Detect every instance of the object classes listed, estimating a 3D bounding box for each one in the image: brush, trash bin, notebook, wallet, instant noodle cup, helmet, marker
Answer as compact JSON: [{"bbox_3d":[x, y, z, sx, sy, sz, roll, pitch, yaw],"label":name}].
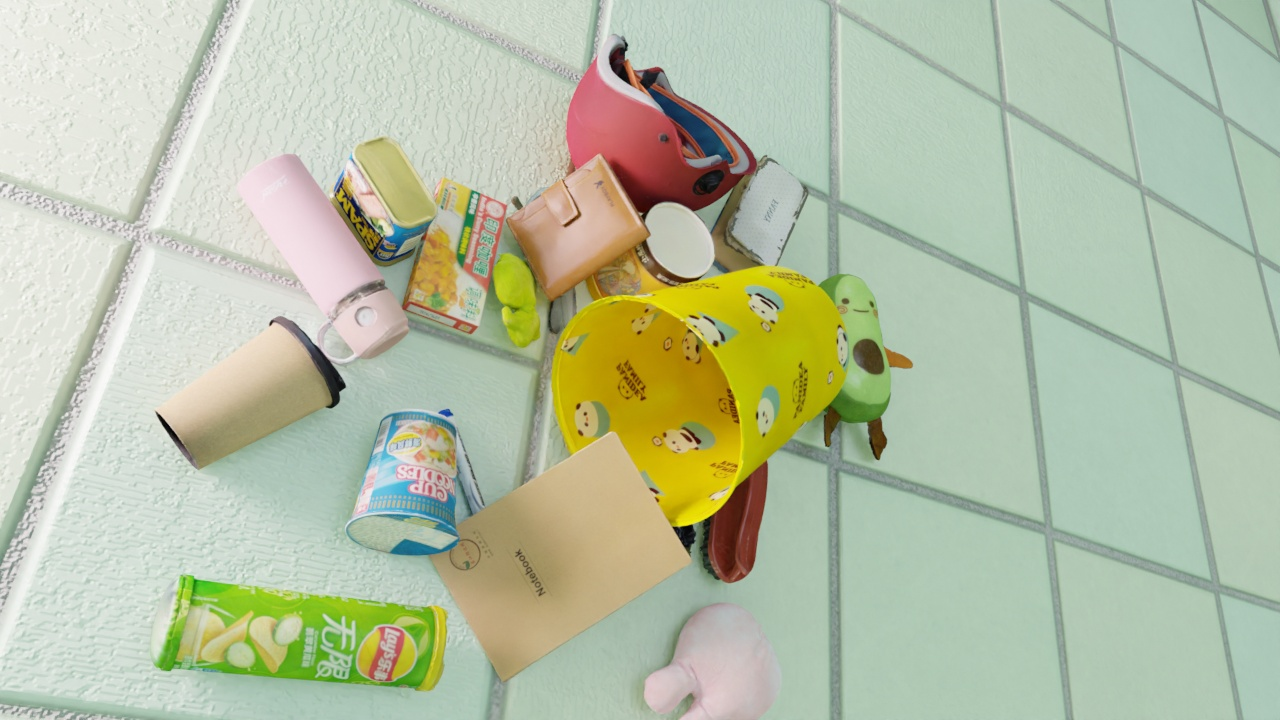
[{"bbox_3d":[0.106,0.170,1.000,0.063,0.069,0.145,23,59,-21],"label":"brush"},{"bbox_3d":[0.077,0.015,0.953,0.254,0.230,0.229,-25,84,-46],"label":"trash bin"},{"bbox_3d":[-0.075,0.181,0.859,0.207,0.008,0.148,-30,87,-9],"label":"notebook"},{"bbox_3d":[-0.071,-0.147,0.981,0.119,0.131,0.035,59,13,9],"label":"wallet"},{"bbox_3d":[-0.206,0.106,0.822,0.099,0.099,0.109,17,54,-26],"label":"instant noodle cup"},{"bbox_3d":[0.011,-0.248,1.075,0.239,0.144,0.206,19,35,-44],"label":"helmet"},{"bbox_3d":[-0.167,0.116,0.885,0.016,0.017,0.145,-15,78,-36],"label":"marker"},{"bbox_3d":[0.015,-0.112,1.037,0.118,0.115,0.118,13,63,-28],"label":"instant noodle cup"}]

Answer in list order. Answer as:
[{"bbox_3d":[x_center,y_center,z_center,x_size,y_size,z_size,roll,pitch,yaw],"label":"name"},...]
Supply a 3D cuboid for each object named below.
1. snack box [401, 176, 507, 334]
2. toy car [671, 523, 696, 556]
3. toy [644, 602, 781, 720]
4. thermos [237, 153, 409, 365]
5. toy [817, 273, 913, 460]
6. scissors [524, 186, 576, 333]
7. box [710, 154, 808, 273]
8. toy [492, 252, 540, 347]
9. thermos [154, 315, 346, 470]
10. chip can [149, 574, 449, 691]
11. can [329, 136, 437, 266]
[{"bbox_3d":[-0.193,-0.111,0.960,0.077,0.027,0.155,21,60,-25],"label":"snack box"},{"bbox_3d":[-0.011,0.182,0.938,0.157,0.042,0.070,-6,73,-33],"label":"toy car"},{"bbox_3d":[0.073,0.319,0.925,0.159,0.054,0.121,-26,77,-38],"label":"toy"},{"bbox_3d":[-0.303,-0.090,0.864,0.087,0.067,0.198,-34,91,-6],"label":"thermos"},{"bbox_3d":[0.264,-0.002,1.163,0.226,0.090,0.246,10,68,-36],"label":"toy"},{"bbox_3d":[-0.094,-0.111,1.011,0.143,0.019,0.180,13,86,12],"label":"scissors"},{"bbox_3d":[0.149,-0.176,1.186,0.090,0.061,0.183,38,56,-12],"label":"box"},{"bbox_3d":[-0.129,-0.066,0.966,0.096,0.031,0.100,-47,118,-69],"label":"toy"},{"bbox_3d":[-0.328,0.028,0.781,0.143,0.093,0.093,-38,92,-29],"label":"thermos"},{"bbox_3d":[-0.270,0.221,0.739,0.221,0.073,0.072,16,62,-26],"label":"chip can"},{"bbox_3d":[-0.253,-0.157,0.906,0.057,0.083,0.102,-32,89,-38],"label":"can"}]
